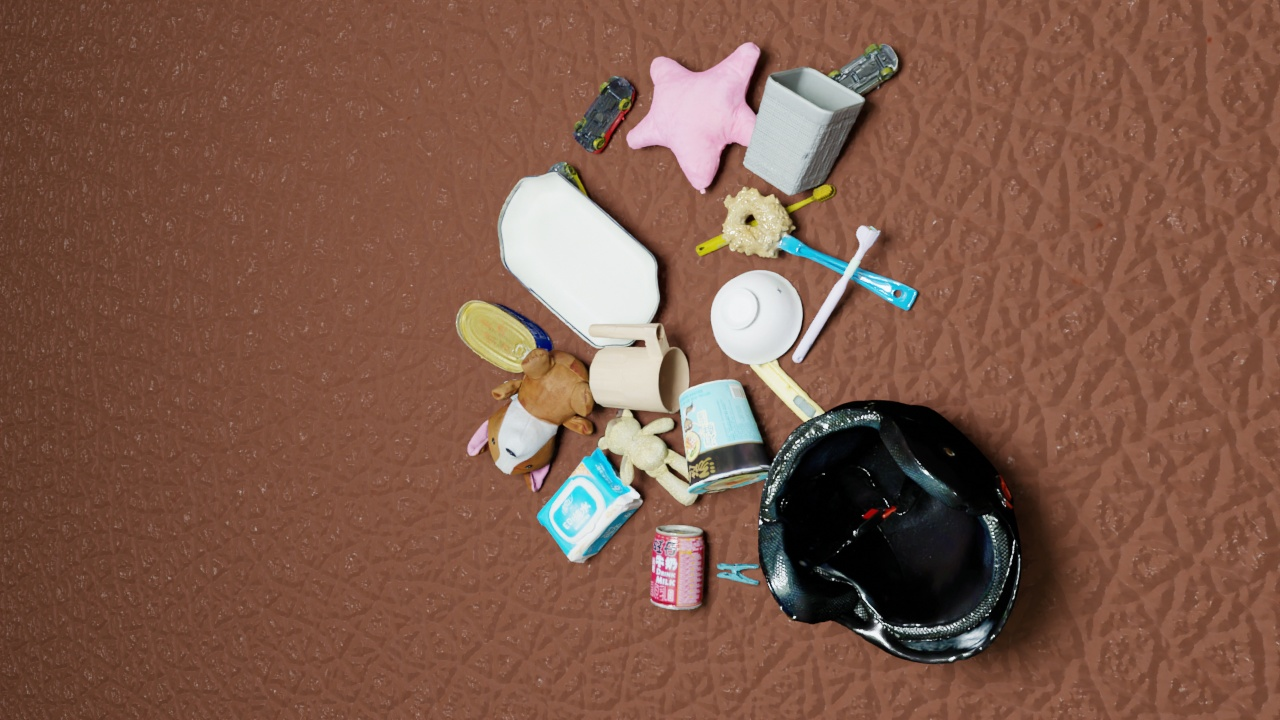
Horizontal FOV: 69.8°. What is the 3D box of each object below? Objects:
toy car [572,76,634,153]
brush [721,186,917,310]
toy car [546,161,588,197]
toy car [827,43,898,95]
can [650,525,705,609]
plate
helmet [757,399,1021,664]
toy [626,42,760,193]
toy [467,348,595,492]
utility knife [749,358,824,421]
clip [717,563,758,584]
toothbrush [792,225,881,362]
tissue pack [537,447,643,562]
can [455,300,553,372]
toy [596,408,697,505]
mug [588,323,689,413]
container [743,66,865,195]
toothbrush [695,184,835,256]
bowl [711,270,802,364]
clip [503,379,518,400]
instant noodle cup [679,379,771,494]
[{"bbox_3d":[-0.046,-0.330,1.234,0.049,0.031,0.106,43,110,22],"label":"toy car"},{"bbox_3d":[0.206,-0.127,1.085,0.255,0.045,0.083,29,107,16],"label":"brush"},{"bbox_3d":[-0.093,-0.222,1.256,0.048,0.032,0.105,-33,79,31],"label":"toy car"},{"bbox_3d":[0.256,-0.329,1.066,0.091,0.035,0.042,-32,76,25],"label":"toy car"},{"bbox_3d":[0.047,0.259,1.155,0.067,0.066,0.094,3,91,29],"label":"can"},{"bbox_3d":[-0.079,-0.135,1.225,0.266,0.034,0.162,41,118,14],"label":"plate"},{"bbox_3d":[0.263,0.166,0.949,0.274,0.229,0.234,50,120,10],"label":"helmet"},{"bbox_3d":[0.066,-0.298,1.150,0.195,0.074,0.178,1,92,32],"label":"toy"},{"bbox_3d":[-0.143,0.083,1.238,0.140,0.130,0.200,38,115,-3],"label":"toy"},{"bbox_3d":[0.202,0.057,1.106,0.207,0.021,0.031,45,109,17],"label":"utility knife"},{"bbox_3d":[0.121,0.264,1.145,0.056,0.014,0.040,2,89,27],"label":"clip"},{"bbox_3d":[0.222,-0.073,1.065,0.021,0.029,0.190,-101,31,-53],"label":"toothbrush"},{"bbox_3d":[-0.069,0.195,1.221,0.090,0.063,0.140,48,110,21],"label":"tissue pack"},{"bbox_3d":[-0.193,-0.034,1.300,0.148,0.049,0.075,30,103,26],"label":"can"},{"bbox_3d":[0.019,0.126,1.181,0.157,0.066,0.105,35,83,19],"label":"toy"},{"bbox_3d":[-0.007,0.007,1.166,0.104,0.084,0.125,2,126,31],"label":"mug"},{"bbox_3d":[0.184,-0.262,1.060,0.090,0.090,0.115,40,133,24],"label":"container"},{"bbox_3d":[0.151,-0.172,1.132,0.190,0.016,0.015,-22,80,27],"label":"toothbrush"},{"bbox_3d":[0.129,-0.057,1.110,0.118,0.064,0.118,-4,82,29],"label":"bowl"},{"bbox_3d":[-0.173,0.051,1.308,0.057,0.033,0.025,47,112,14],"label":"clip"},{"bbox_3d":[0.096,0.091,1.116,0.111,0.111,0.120,-22,71,27],"label":"instant noodle cup"}]
